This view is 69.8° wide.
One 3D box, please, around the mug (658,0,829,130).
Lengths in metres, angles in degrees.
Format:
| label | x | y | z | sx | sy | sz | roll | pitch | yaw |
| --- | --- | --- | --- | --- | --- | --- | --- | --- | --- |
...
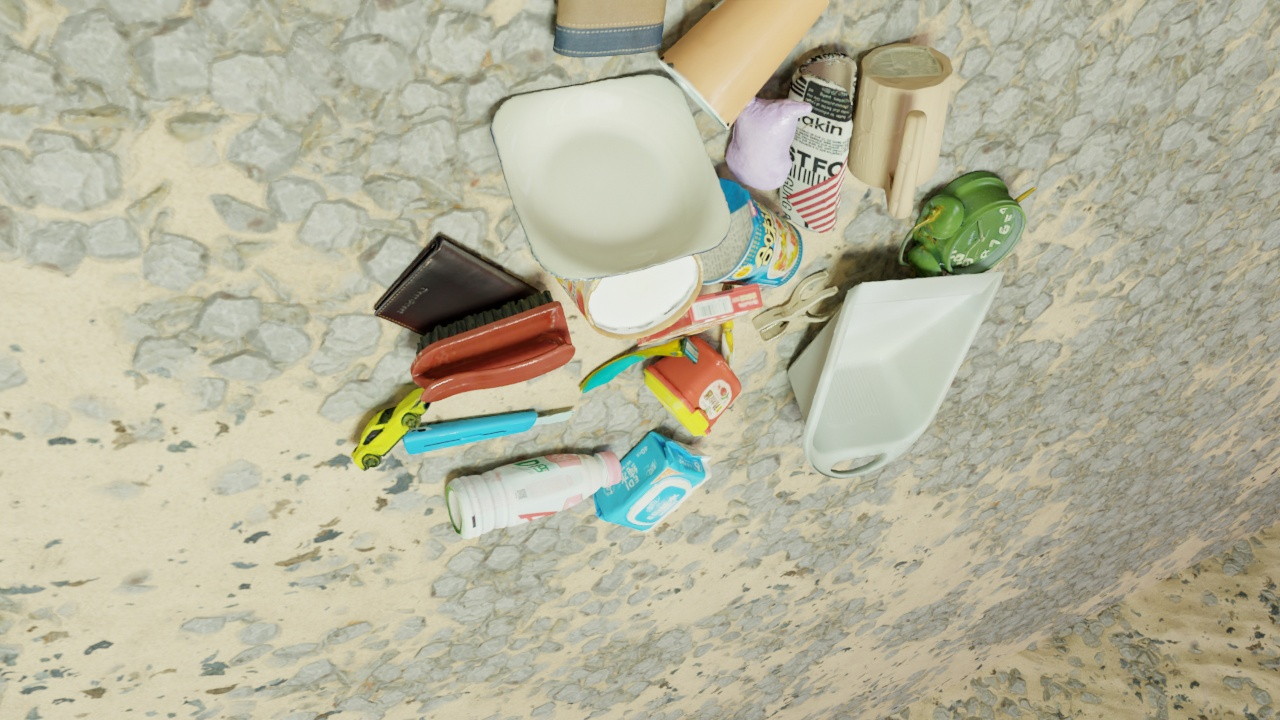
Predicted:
| label | x | y | z | sx | sy | sz | roll | pitch | yaw |
| --- | --- | --- | --- | --- | --- | --- | --- | --- | --- |
| mug | 0.083 | -0.253 | 0.715 | 0.123 | 0.078 | 0.078 | -46 | 140 | 11 |

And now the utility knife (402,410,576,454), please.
| label | x | y | z | sx | sy | sz | roll | pitch | yaw |
| --- | --- | --- | --- | --- | --- | --- | --- | --- | --- |
| utility knife | -0.156 | 0.071 | 0.962 | 0.191 | 0.018 | 0.034 | -9 | 142 | -27 |

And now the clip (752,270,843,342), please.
| label | x | y | z | sx | sy | sz | roll | pitch | yaw |
| --- | --- | --- | --- | --- | --- | --- | --- | --- | --- |
| clip | 0.172 | -0.064 | 1.012 | 0.104 | 0.034 | 0.083 | -18 | 144 | -2 |

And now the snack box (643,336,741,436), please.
| label | x | y | z | sx | sy | sz | roll | pitch | yaw |
| --- | --- | --- | --- | --- | --- | --- | --- | --- | --- |
| snack box | 0.059 | 0.025 | 1.007 | 0.080 | 0.082 | 0.091 | -44 | 143 | -3 |

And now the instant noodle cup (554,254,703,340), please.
| label | x | y | z | sx | sy | sz | roll | pitch | yaw |
| --- | --- | --- | --- | --- | --- | --- | --- | --- | --- |
| instant noodle cup | -0.016 | -0.092 | 0.796 | 0.138 | 0.109 | 0.138 | -17 | 140 | -15 |

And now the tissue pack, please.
| label | x | y | z | sx | sy | sz | roll | pitch | yaw |
| --- | --- | --- | --- | --- | --- | --- | --- | --- | --- |
| tissue pack | 0.015 | 0.151 | 1.124 | 0.140 | 0.063 | 0.090 | -45 | 140 | 19 |

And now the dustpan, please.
| label | x | y | z | sx | sy | sz | roll | pitch | yaw |
| --- | --- | --- | --- | --- | --- | --- | --- | --- | --- |
| dustpan | 0.294 | 0.028 | 1.077 | 0.222 | 0.142 | 0.259 | -7 | 156 | -27 |

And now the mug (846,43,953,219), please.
| label | x | y | z | sx | sy | sz | roll | pitch | yaw |
| --- | --- | --- | --- | --- | --- | --- | --- | --- | --- |
| mug | 0.233 | -0.207 | 0.821 | 0.084 | 0.124 | 0.104 | 1 | 138 | 7 |

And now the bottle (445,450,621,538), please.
| label | x | y | z | sx | sy | sz | roll | pitch | yaw |
| --- | --- | --- | --- | --- | --- | --- | --- | --- | --- |
| bottle | -0.115 | 0.144 | 1.032 | 0.196 | 0.068 | 0.068 | -12 | 139 | -26 |

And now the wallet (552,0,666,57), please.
| label | x | y | z | sx | sy | sz | roll | pitch | yaw |
| --- | --- | --- | --- | --- | --- | --- | --- | --- | --- |
| wallet | -0.017 | -0.276 | 0.655 | 0.090 | 0.033 | 0.115 | -14 | 138 | -24 |

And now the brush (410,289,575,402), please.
| label | x | y | z | sx | sy | sz | roll | pitch | yaw |
| --- | --- | --- | --- | --- | --- | --- | --- | --- | --- |
| brush | -0.133 | -0.006 | 0.818 | 0.145 | 0.069 | 0.063 | -18 | 140 | -7 |

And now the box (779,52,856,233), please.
| label | x | y | z | sx | sy | sz | roll | pitch | yaw |
| --- | --- | --- | --- | --- | --- | --- | --- | --- | --- |
| box | 0.166 | -0.201 | 0.837 | 0.087 | 0.076 | 0.163 | -51 | 152 | -29 |

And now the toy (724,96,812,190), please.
| label | x | y | z | sx | sy | sz | roll | pitch | yaw |
| --- | --- | --- | --- | --- | --- | --- | --- | --- | --- |
| toy | 0.103 | -0.192 | 0.804 | 0.038 | 0.084 | 0.108 | -60 | 163 | -27 |

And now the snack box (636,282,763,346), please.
| label | x | y | z | sx | sy | sz | roll | pitch | yaw |
| --- | --- | --- | --- | --- | --- | --- | --- | --- | --- |
| snack box | 0.052 | -0.043 | 0.892 | 0.075 | 0.025 | 0.153 | -13 | 178 | -20 |

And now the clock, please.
| label | x | y | z | sx | sy | sz | roll | pitch | yaw |
| --- | --- | --- | --- | --- | --- | --- | --- | --- | --- |
| clock | 0.354 | -0.143 | 1.019 | 0.161 | 0.056 | 0.116 | -16 | 139 | -17 |

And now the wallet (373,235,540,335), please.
| label | x | y | z | sx | sy | sz | roll | pitch | yaw |
| --- | --- | --- | --- | --- | --- | --- | --- | --- | --- |
| wallet | -0.162 | -0.053 | 0.822 | 0.096 | 0.020 | 0.122 | -44 | 138 | 17 |

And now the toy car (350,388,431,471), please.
| label | x | y | z | sx | sy | sz | roll | pitch | yaw |
| --- | --- | --- | --- | --- | --- | --- | --- | --- | --- |
| toy car | -0.239 | 0.062 | 0.881 | 0.105 | 0.048 | 0.032 | -41 | 108 | 16 |

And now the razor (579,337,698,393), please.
| label | x | y | z | sx | sy | sz | roll | pitch | yaw |
| --- | --- | --- | --- | --- | --- | --- | --- | --- | --- |
| razor | -0.006 | 0.006 | 0.968 | 0.133 | 0.028 | 0.043 | -21 | 158 | 15 |

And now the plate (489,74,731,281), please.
| label | x | y | z | sx | sy | sz | roll | pitch | yaw |
| --- | --- | --- | --- | --- | --- | --- | --- | --- | --- |
| plate | -0.023 | -0.139 | 0.715 | 0.163 | 0.164 | 0.034 | -14 | 165 | -16 |

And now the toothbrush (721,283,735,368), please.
| label | x | y | z | sx | sy | sz | roll | pitch | yaw |
| --- | --- | --- | --- | --- | --- | --- | --- | --- | --- |
| toothbrush | 0.095 | -0.031 | 0.982 | 0.016 | 0.018 | 0.191 | -19 | 153 | -4 |

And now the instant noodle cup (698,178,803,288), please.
| label | x | y | z | sx | sy | sz | roll | pitch | yaw |
| --- | --- | --- | --- | --- | --- | --- | --- | --- | --- |
| instant noodle cup | 0.098 | -0.110 | 0.868 | 0.109 | 0.099 | 0.099 | 10 | 127 | -49 |
